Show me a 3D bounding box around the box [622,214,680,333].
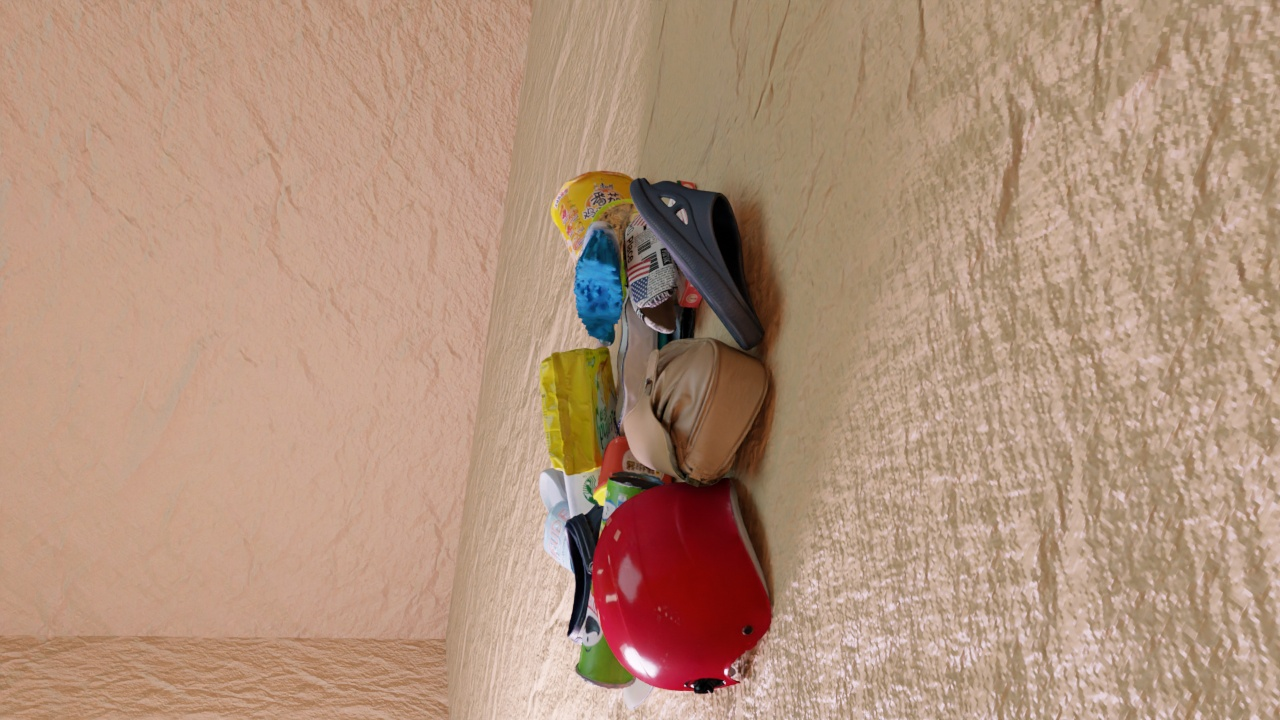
[{"bbox_3d":[0.020,-0.112,1.096,0.087,0.075,0.162,-51,31,36],"label":"box"}]

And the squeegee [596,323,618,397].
[{"bbox_3d":[-0.046,-0.044,1.423,0.248,0.040,0.249,179,97,-74],"label":"squeegee"}]

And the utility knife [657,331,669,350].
[{"bbox_3d":[0.029,-0.024,1.135,0.029,0.013,0.182,134,140,-68],"label":"utility knife"}]

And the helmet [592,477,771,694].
[{"bbox_3d":[0.019,0.232,0.924,0.206,0.143,0.241,-104,24,-44],"label":"helmet"}]

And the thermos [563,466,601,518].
[{"bbox_3d":[-0.074,0.198,1.352,0.073,0.073,0.224,123,140,-58],"label":"thermos"}]

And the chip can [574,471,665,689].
[{"bbox_3d":[-0.022,0.250,1.055,0.072,0.072,0.236,-159,78,-74],"label":"chip can"}]

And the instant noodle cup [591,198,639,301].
[{"bbox_3d":[-0.018,-0.138,1.248,0.124,0.111,0.111,105,164,-60],"label":"instant noodle cup"}]

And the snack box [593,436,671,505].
[{"bbox_3d":[-0.007,0.141,1.136,0.082,0.091,0.080,130,149,-62],"label":"snack box"}]

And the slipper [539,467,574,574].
[{"bbox_3d":[-0.122,0.260,1.453,0.245,0.074,0.104,-129,37,-50],"label":"slipper"}]

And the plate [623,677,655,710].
[{"bbox_3d":[0.011,0.324,1.109,0.164,0.034,0.164,115,156,-50],"label":"plate"}]

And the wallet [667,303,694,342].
[{"bbox_3d":[0.042,-0.011,1.145,0.097,0.019,0.121,-168,82,-76],"label":"wallet"}]

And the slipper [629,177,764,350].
[{"bbox_3d":[0.075,-0.116,0.954,0.111,0.083,0.268,51,-174,-44],"label":"slipper"}]

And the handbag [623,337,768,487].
[{"bbox_3d":[0.046,0.047,0.942,0.205,0.099,0.147,176,115,-75],"label":"handbag"}]

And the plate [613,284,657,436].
[{"bbox_3d":[-0.007,0.007,1.194,0.205,0.045,0.205,179,94,-87],"label":"plate"}]

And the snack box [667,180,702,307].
[{"bbox_3d":[0.056,-0.143,1.116,0.155,0.027,0.077,-101,22,-44],"label":"snack box"}]

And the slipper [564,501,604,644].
[{"bbox_3d":[-0.060,0.244,1.212,0.105,0.095,0.252,136,150,-69],"label":"slipper"}]

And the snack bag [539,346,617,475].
[{"bbox_3d":[-0.078,0.062,1.240,0.246,0.068,0.158,-6,-91,-81],"label":"snack bag"}]

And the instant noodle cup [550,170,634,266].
[{"bbox_3d":[-0.054,-0.190,1.342,0.138,0.138,0.109,115,148,-50],"label":"instant noodle cup"}]

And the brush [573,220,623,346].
[{"bbox_3d":[-0.049,-0.070,1.201,0.315,0.060,0.109,92,-178,-56],"label":"brush"}]
